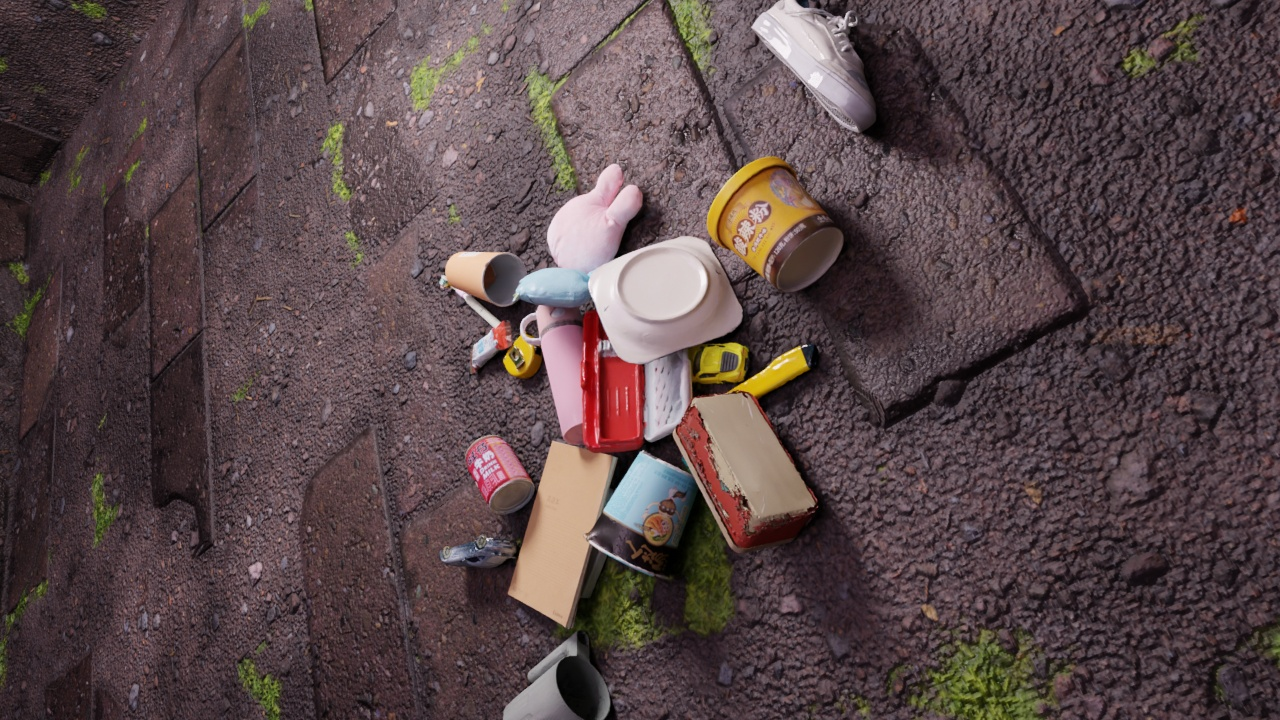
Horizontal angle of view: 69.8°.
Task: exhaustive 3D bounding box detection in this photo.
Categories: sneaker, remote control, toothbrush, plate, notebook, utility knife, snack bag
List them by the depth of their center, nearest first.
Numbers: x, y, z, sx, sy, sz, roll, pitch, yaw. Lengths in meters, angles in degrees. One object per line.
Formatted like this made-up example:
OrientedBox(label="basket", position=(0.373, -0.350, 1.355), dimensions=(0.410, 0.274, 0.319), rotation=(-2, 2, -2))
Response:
OrientedBox(label="utility knife", position=(0.139, 0.025, 1.040), dimensions=(0.154, 0.015, 0.033), rotation=(-33, 51, 29))
OrientedBox(label="sneaker", position=(0.218, -0.352, 1.050), dimensions=(0.091, 0.089, 0.242), rotation=(-42, 47, 17))
OrientedBox(label="plate", position=(0.026, -0.083, 1.099), dimensions=(0.163, 0.034, 0.164), rotation=(-20, 58, -6))
OrientedBox(label="remote control", position=(-0.060, 0.223, 1.141), dimensions=(0.056, 0.019, 0.135), rotation=(23, 92, 42))
OrientedBox(label="notebook", position=(-0.101, 0.214, 1.163), dimensions=(0.150, 0.012, 0.211), rotation=(6, 78, 54))
OrientedBox(label="snack bag", position=(-0.221, -0.019, 1.341), dimensions=(0.104, 0.026, 0.048), rotation=(-37, 50, 42))
OrientedBox(label="toothbrush", position=(-0.255, -0.083, 1.403), dimensions=(0.020, 0.029, 0.189), rotation=(-33, 47, -23))

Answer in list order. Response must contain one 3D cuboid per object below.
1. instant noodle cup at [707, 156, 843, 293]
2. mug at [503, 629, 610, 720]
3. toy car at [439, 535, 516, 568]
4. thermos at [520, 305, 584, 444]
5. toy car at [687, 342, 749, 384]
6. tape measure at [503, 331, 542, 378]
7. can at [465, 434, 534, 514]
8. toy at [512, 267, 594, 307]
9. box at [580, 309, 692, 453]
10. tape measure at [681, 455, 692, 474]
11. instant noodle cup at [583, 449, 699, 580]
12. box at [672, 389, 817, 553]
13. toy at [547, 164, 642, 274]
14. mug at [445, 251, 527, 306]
OrientedBox(label="instant noodle cup", position=(0.153, -0.145, 1.020), dimensions=(0.119, 0.118, 0.114), rotation=(-49, 59, 18))
OrientedBox(label="mug", position=(-0.100, 0.397, 1.090), dimensions=(0.104, 0.083, 0.123), rotation=(-43, 26, 23))
OrientedBox(label="toy car", position=(-0.220, 0.263, 1.240), dimensions=(0.121, 0.054, 0.036), rotation=(-19, 63, 35))
OrientedBox(label="thermos", position=(-0.100, 0.012, 1.202), dimensions=(0.087, 0.067, 0.198), rotation=(-16, 63, -4))
OrientedBox(label="toy car", position=(0.081, 0.002, 1.085), dimensions=(0.105, 0.032, 0.048), rotation=(-1, 76, 42))
OrientedBox(label="tape measure", position=(-0.167, -0.004, 1.297), dimensions=(0.060, 0.029, 0.057), rotation=(-50, 52, 17))
OrientedBox(label="can", position=(-0.192, 0.153, 1.242), dimensions=(0.067, 0.066, 0.093), rotation=(-51, 51, 16))
OrientedBox(label="toy", position=(-0.087, -0.094, 1.184), dimensions=(0.161, 0.156, 0.050), rotation=(19, 116, 52))
OrientedBox(label="box", position=(-0.002, 0.010, 1.122), dimensions=(0.160, 0.065, 0.200), rotation=(-16, 56, 23))
OrientedBox(label="tape measure", position=(0.076, 0.125, 1.033), dimensions=(0.025, 0.058, 0.054), rotation=(-47, 56, 19))
OrientedBox(label="instant noodle cup", position=(0.009, 0.172, 1.049), dimensions=(0.111, 0.111, 0.120), rotation=(23, 85, 42))
OrientedBox(label="box", position=(0.110, 0.110, 0.972), dimensions=(0.168, 0.091, 0.078), rotation=(62, 145, 34))
OrientedBox(label="toy", position=(-0.061, -0.186, 1.248), dimensions=(0.160, 0.054, 0.121), rotation=(-46, 59, 20))
OrientedBox(label="mug", position=(-0.235, -0.128, 1.365), dimensions=(0.123, 0.078, 0.078), rotation=(16, 87, 46))
